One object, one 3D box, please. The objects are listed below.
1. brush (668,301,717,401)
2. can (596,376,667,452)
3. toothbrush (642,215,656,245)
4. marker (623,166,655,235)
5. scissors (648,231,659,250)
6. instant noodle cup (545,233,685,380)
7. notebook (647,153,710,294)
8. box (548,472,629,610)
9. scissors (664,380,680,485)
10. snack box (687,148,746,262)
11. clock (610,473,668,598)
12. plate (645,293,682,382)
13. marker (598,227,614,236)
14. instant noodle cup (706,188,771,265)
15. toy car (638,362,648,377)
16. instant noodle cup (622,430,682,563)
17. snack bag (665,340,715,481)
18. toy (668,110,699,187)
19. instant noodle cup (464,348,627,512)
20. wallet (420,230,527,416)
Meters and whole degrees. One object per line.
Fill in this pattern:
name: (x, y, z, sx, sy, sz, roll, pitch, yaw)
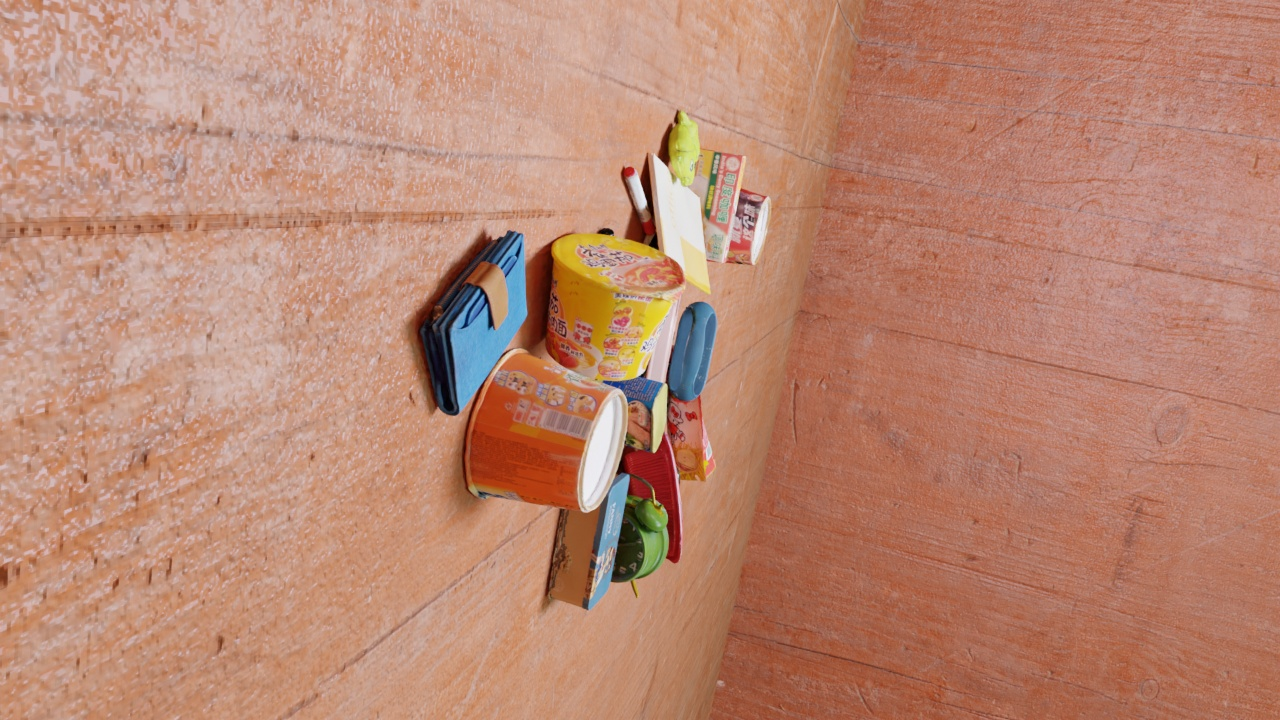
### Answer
brush: (0.074, -0.012, 1.291, 0.073, 0.055, 0.144, -75, 177, -84)
can: (-0.013, 0.065, 1.177, 0.057, 0.083, 0.102, -61, 159, -45)
toothbrush: (0.013, -0.162, 1.201, 0.016, 0.016, 0.179, 94, 17, -59)
marker: (0.000, -0.193, 1.122, 0.145, 0.017, 0.017, 64, 42, -68)
scissors: (0.012, -0.122, 1.233, 0.182, 0.015, 0.209, 14, 90, -76)
instant noodle cup: (-0.034, -0.052, 0.926, 0.137, 0.138, 0.110, -47, 155, -61)
notebook: (0.054, -0.175, 1.214, 0.206, 0.010, 0.145, 19, 64, -69)
box: (-0.065, 0.219, 1.173, 0.089, 0.063, 0.184, -31, 134, -70)
scissors: (0.037, 0.113, 1.410, 0.174, 0.019, 0.170, -108, -166, -59)
snack box: (0.101, -0.227, 1.342, 0.027, 0.077, 0.156, -30, 132, -69)
clock: (-0.021, 0.230, 1.245, 0.056, 0.116, 0.161, -14, 120, -62)
plate: (0.034, -0.035, 1.272, 0.229, 0.028, 0.229, 18, 83, -88)
marker: (-0.040, -0.093, 1.068, 0.022, 0.020, 0.132, -104, -168, -52)
instant noodle cup: (0.138, -0.212, 1.429, 0.137, 0.109, 0.138, 15, 89, -74)
toy car: (-0.007, 0.007, 1.250, 0.048, 0.031, 0.106, -57, 156, -49)
instant noodle cup: (0.014, 0.201, 1.335, 0.194, 0.066, 0.194, 173, -89, -82)
snack bag: (0.072, 0.078, 1.422, 0.128, 0.073, 0.208, -139, -140, -68)
toy: (0.058, -0.280, 1.209, 0.100, 0.031, 0.097, -45, 126, -65)
instant noodle cup: (-0.084, 0.073, 0.877, 0.151, 0.111, 0.151, 14, 89, -75)
wallet: (-0.131, -0.033, 0.759, 0.107, 0.040, 0.132, 95, 16, -45)
